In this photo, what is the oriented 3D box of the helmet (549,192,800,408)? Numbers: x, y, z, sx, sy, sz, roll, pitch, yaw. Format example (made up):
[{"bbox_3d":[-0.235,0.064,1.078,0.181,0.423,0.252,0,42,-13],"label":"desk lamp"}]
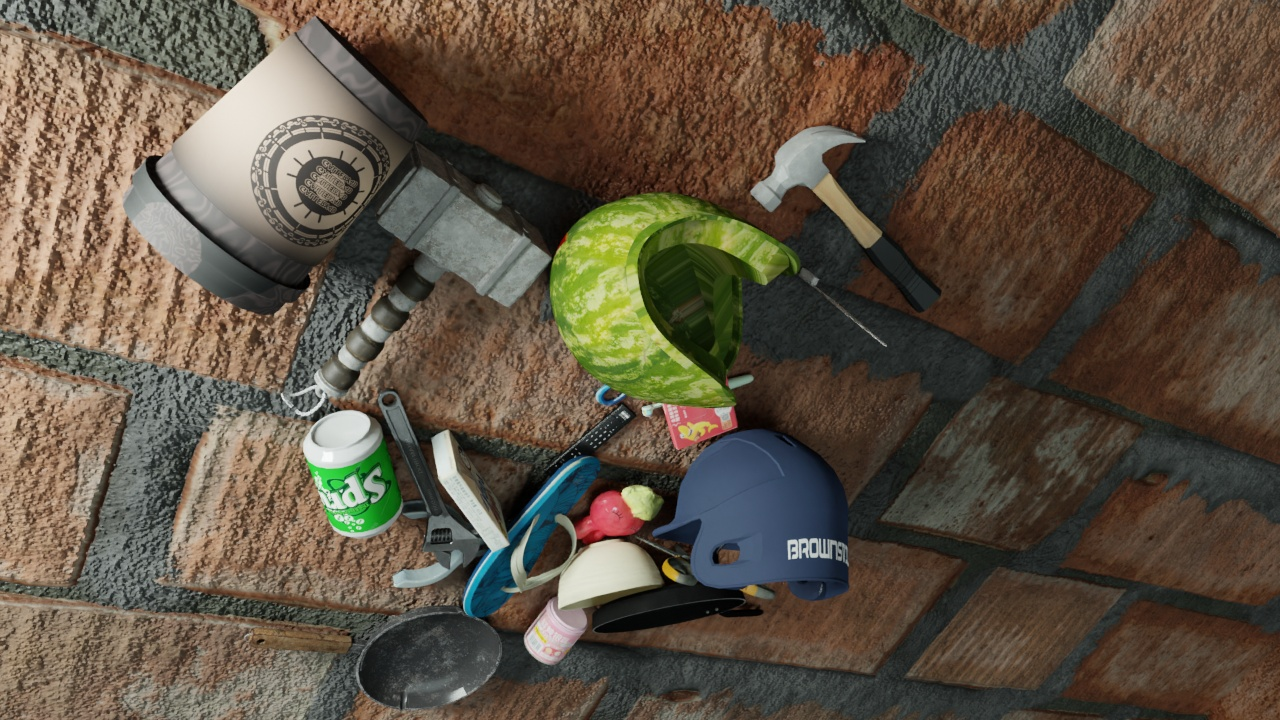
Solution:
[{"bbox_3d":[0.021,-0.064,0.976,0.243,0.247,0.213,27,78,-11],"label":"helmet"}]

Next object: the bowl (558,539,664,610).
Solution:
[{"bbox_3d":[-0.047,0.294,1.280,0.150,0.075,0.151,-11,162,-4],"label":"bowl"}]

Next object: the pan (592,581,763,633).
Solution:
[{"bbox_3d":[0.081,0.372,1.382,0.226,0.034,0.355,-27,153,33],"label":"pan"}]

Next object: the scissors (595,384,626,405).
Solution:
[{"bbox_3d":[-0.007,0.007,1.154,0.140,0.011,0.134,-41,129,9],"label":"scissors"}]

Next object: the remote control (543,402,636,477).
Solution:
[{"bbox_3d":[-0.066,0.108,1.201,0.140,0.009,0.030,-40,127,9],"label":"remote control"}]

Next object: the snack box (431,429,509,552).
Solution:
[{"bbox_3d":[-0.210,0.163,1.140,0.026,0.082,0.150,-27,128,-1],"label":"snack box"}]

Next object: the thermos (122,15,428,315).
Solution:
[{"bbox_3d":[-0.315,-0.177,0.821,0.226,0.172,0.172,-45,126,5],"label":"thermos"}]

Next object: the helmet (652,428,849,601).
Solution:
[{"bbox_3d":[0.144,0.206,1.227,0.273,0.222,0.232,-25,148,38],"label":"helmet"}]

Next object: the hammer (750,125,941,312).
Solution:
[{"bbox_3d":[0.276,-0.160,1.128,0.131,0.039,0.328,-45,127,11],"label":"hammer"}]

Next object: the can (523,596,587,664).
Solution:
[{"bbox_3d":[-0.123,0.393,1.339,0.067,0.067,0.076,24,112,-32],"label":"can"}]

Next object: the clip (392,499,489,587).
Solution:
[{"bbox_3d":[-0.272,0.246,1.208,0.166,0.032,0.164,-37,128,8],"label":"clip"}]

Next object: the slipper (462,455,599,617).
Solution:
[{"bbox_3d":[-0.140,0.248,1.216,0.295,0.060,0.118,-54,149,16],"label":"slipper"}]

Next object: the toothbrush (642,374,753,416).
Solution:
[{"bbox_3d":[0.076,0.044,1.207,0.154,0.015,0.022,-17,153,-8],"label":"toothbrush"}]

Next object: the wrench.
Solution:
[{"bbox_3d":[-0.264,0.151,1.129,0.073,0.018,0.273,-20,118,-9],"label":"wrench"}]

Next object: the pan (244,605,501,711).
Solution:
[{"bbox_3d":[-0.364,0.398,1.272,0.356,0.040,0.208,20,114,-29],"label":"pan"}]

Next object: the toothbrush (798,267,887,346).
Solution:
[{"bbox_3d":[0.239,-0.066,1.087,0.010,0.181,0.010,11,115,-33],"label":"toothbrush"}]

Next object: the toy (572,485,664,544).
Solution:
[{"bbox_3d":[-0.033,0.213,1.262,0.135,0.045,0.091,-28,133,10],"label":"toy"}]

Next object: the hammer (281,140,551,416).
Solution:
[{"bbox_3d":[-0.259,-0.056,0.972,0.177,0.079,0.327,34,107,-35],"label":"hammer"}]

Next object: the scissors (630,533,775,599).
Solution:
[{"bbox_3d":[0.073,0.280,1.246,0.016,0.225,0.229,-69,164,0],"label":"scissors"}]

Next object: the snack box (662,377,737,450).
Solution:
[{"bbox_3d":[0.071,0.045,1.182,0.089,0.021,0.133,-20,123,-7],"label":"snack box"}]

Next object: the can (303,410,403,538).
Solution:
[{"bbox_3d":[-0.333,0.134,1.070,0.087,0.087,0.140,-13,126,-12],"label":"can"}]
